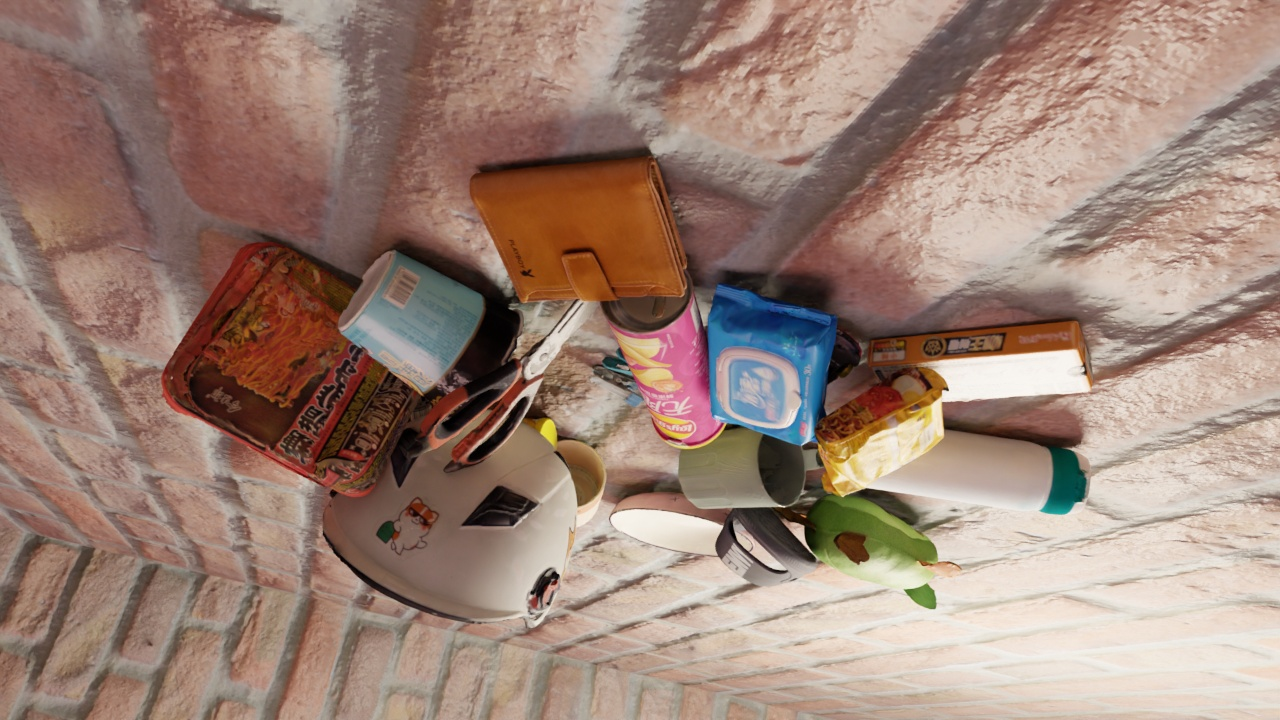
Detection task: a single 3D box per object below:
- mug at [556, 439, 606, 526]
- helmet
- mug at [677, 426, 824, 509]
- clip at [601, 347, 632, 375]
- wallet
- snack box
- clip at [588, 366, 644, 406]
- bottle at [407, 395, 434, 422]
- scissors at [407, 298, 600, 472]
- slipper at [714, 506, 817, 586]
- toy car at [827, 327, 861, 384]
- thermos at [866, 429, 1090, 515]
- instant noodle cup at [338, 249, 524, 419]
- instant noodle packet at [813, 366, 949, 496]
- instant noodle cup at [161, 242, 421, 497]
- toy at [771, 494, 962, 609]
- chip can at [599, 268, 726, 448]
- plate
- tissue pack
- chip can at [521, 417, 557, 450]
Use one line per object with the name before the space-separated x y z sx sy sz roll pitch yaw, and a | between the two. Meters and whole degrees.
mug | -0.097 0.140 1.089 0.114 0.081 0.106 36 158 10
helmet | -0.154 0.126 0.857 0.230 0.157 0.274 27 180 12
mug | 0.115 0.109 0.942 0.104 0.083 0.123 -12 171 41
clip | -0.005 0.005 0.838 0.054 0.013 0.033 21 154 -20
wallet | -0.038 -0.082 0.628 0.131 0.035 0.119 -1 130 23
snack box | 0.263 0.004 0.714 0.154 0.026 0.075 -6 150 32
clip | -0.023 0.022 0.876 0.058 0.042 0.026 23 154 -17
bottle | -0.224 0.016 0.901 0.066 0.066 0.150 14 147 -7
scissors | -0.095 0.007 0.708 0.205 0.015 0.202 -23 149 -29
slipper | 0.144 0.222 1.060 0.110 0.083 0.268 47 -178 21
toy car | 0.136 0.002 0.748 0.049 0.031 0.107 35 144 -9
thermos | 0.297 0.098 0.850 0.224 0.073 0.073 8 154 5
instant noodle cup | -0.176 -0.026 0.751 0.120 0.111 0.111 34 147 -25
instant noodle packet | 0.193 0.060 0.742 0.111 0.044 0.128 -27 150 1
instant noodle cup | -0.284 0.011 0.768 0.188 0.164 0.079 35 148 -22
toy | 0.262 0.210 1.060 0.246 0.090 0.227 27 174 -40
chip can | 0.024 -0.001 0.748 0.071 0.071 0.211 4 153 15
plate | 0.055 0.210 1.200 0.192 0.039 0.193 11 155 5
tissue pack | 0.099 0.010 0.713 0.095 0.052 0.157 15 140 19
chip can | -0.204 0.091 1.025 0.213 0.072 0.072 4 154 13
